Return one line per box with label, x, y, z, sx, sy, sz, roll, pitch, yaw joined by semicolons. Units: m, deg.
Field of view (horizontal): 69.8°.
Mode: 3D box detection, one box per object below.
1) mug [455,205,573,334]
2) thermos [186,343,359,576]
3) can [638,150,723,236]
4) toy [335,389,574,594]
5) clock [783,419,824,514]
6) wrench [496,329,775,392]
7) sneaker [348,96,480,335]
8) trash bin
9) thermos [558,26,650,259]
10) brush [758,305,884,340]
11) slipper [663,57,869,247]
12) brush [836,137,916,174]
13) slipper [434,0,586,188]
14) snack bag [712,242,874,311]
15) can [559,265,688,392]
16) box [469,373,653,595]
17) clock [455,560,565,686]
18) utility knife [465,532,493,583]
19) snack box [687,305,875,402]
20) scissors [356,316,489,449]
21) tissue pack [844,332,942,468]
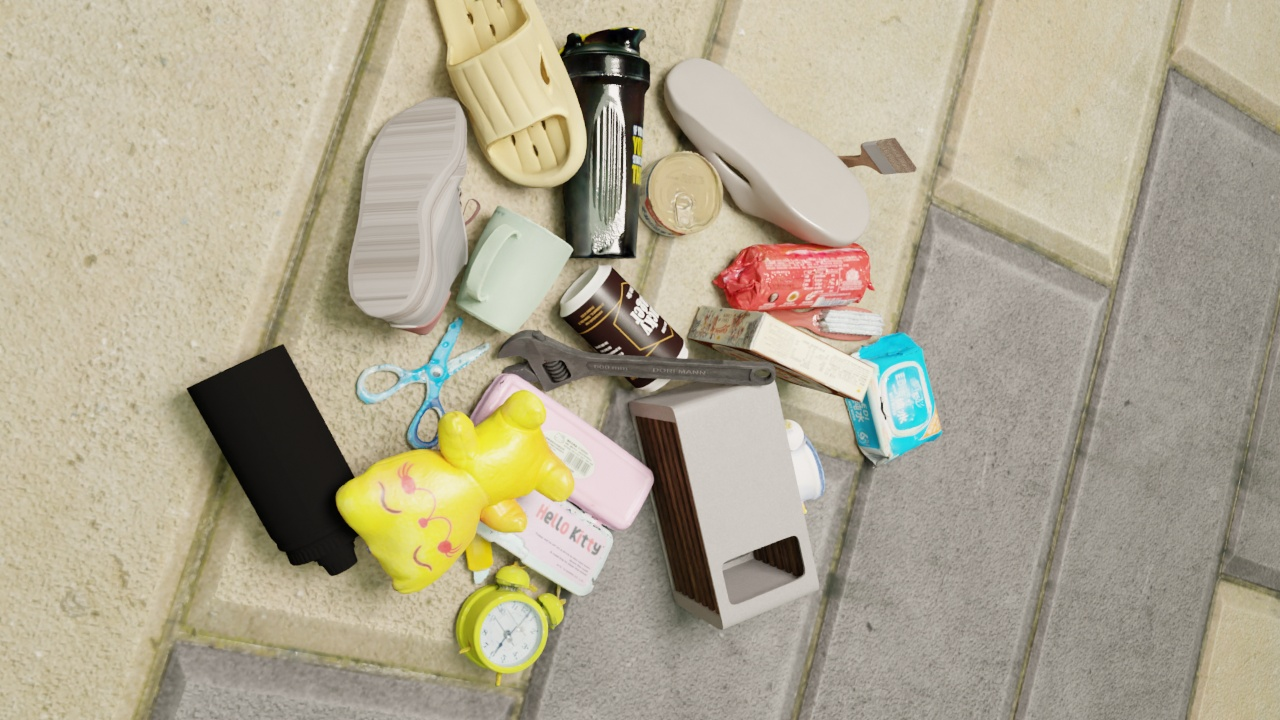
mug;-0.129;-0.085;0.866;0.084;0.111;0.104;30;89;12
thermos;-0.307;0.093;0.805;0.086;0.086;0.198;-29;102;-20
can;0.040;-0.175;0.969;0.086;0.043;0.086;0;91;-23
toy;-0.164;0.105;0.817;0.193;0.087;0.134;-33;118;-15
clock;0.154;0.103;1.000;0.052;0.089;0.125;-21;100;-15
wrench;-0.005;0.005;0.899;0.273;0.018;0.073;3;130;4
sneaker;-0.201;-0.130;0.855;0.099;0.089;0.235;3;68;13
trash bin;0.085;0.140;0.955;0.114;0.115;0.229;-16;97;-22
thermos;-0.040;-0.212;0.913;0.098;0.098;0.221;-2;97;-23
brush;0.204;-0.046;1.049;0.172;0.030;0.041;3;89;-22
slipper;0.125;-0.212;0.996;0.266;0.081;0.112;38;56;-4
brush;0.235;-0.218;0.997;0.045;0.143;0.008;45;76;-26
slipper;-0.140;-0.283;0.852;0.079;0.111;0.261;-25;95;-64
snack bag;0.174;-0.094;1.007;0.176;0.082;0.082;-5;93;-24
can;-0.017;-0.033;0.932;0.128;0.072;0.071;44;75;-18
box;-0.094;0.123;0.909;0.201;0.037;0.152;37;67;-19
clock;-0.127;0.252;0.901;0.083;0.057;0.118;44;68;-15
utility knife;-0.168;0.141;0.901;0.030;0.017;0.159;-9;91;-18
snack box;0.144;-0.010;0.960;0.143;0.147;0.041;23;88;-23
scissors;-0.197;0.025;0.892;0.139;0.013;0.118;-30;101;-21
tissue pack;0.291;0.045;1.069;0.092;0.062;0.144;-21;99;-21
